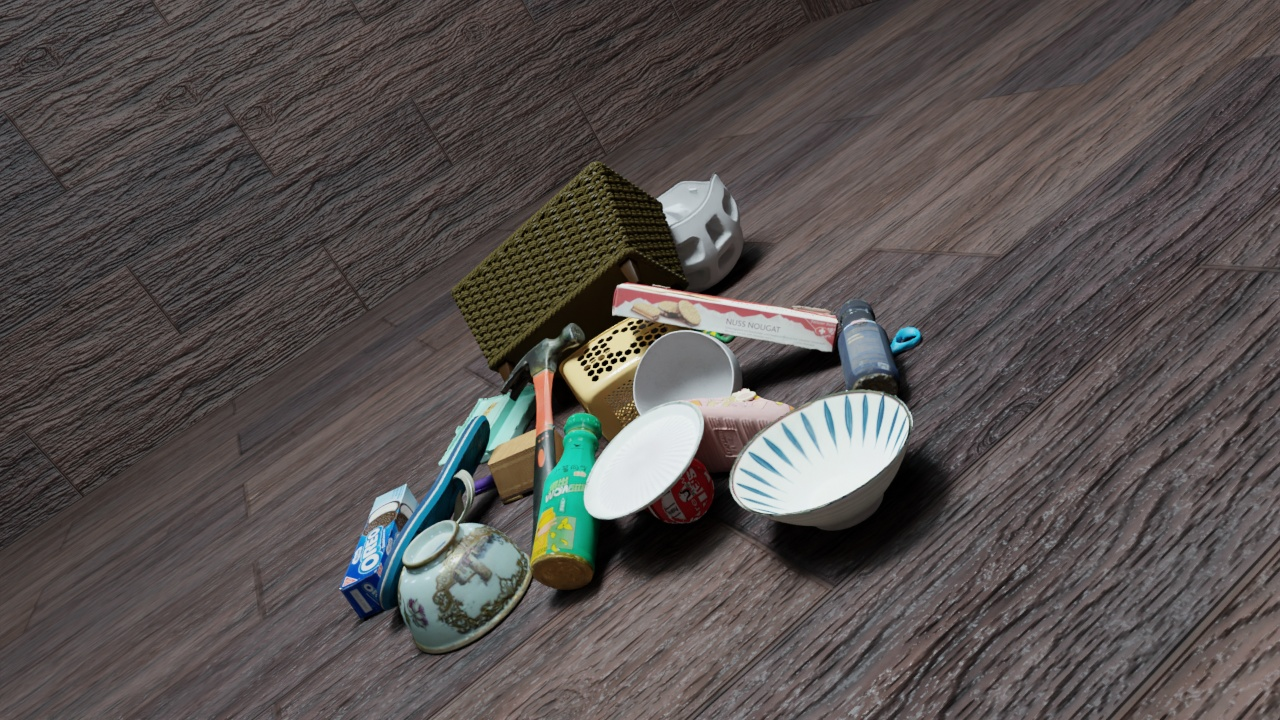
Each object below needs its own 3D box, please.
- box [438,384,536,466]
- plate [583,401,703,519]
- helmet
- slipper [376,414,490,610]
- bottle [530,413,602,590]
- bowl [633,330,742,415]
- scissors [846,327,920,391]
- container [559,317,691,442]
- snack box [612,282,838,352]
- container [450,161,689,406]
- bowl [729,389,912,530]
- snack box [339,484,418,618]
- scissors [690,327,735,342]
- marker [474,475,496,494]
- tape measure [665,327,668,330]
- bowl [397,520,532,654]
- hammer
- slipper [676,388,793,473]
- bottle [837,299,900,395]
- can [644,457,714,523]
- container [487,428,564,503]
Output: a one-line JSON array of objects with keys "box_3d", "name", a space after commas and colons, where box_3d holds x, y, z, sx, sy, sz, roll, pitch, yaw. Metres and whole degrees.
[{"box_3d": [-0.234, 0.102, 1.471, 0.136, 0.033, 0.186, -20, 23, 25], "name": "box"}, {"box_3d": [0.005, 0.105, 0.954, 0.157, 0.014, 0.156, -35, 25, 19], "name": "plate"}, {"box_3d": [0.049, -0.209, 1.577, 0.283, 0.184, 0.223, 11, 50, 46], "name": "helmet"}, {"box_3d": [-0.244, 0.197, 1.177, 0.060, 0.118, 0.294, 20, 51, 5], "name": "slipper"}, {"box_3d": [-0.074, 0.149, 1.021, 0.068, 0.068, 0.209, -21, 39, 24], "name": "bottle"}, {"box_3d": [0.063, 0.033, 1.122, 0.132, 0.131, 0.064, -23, -20, 19], "name": "bowl"}, {"box_3d": [0.261, 0.004, 1.061, 0.133, 0.015, 0.104, -45, 29, -24], "name": "scissors"}, {"box_3d": [-0.007, 0.007, 1.249, 0.183, 0.129, 0.167, -31, 30, -1], "name": "container"}, {"box_3d": [0.106, -0.058, 1.139, 0.273, 0.044, 0.076, 10, 10, 8], "name": "snack box"}, {"box_3d": [-0.096, -0.097, 1.381, 0.322, 0.176, 0.204, -38, 57, 22], "name": "container"}, {"box_3d": [0.177, 0.107, 0.849, 0.177, 0.071, 0.177, -26, 22, 11], "name": "bowl"}, {"box_3d": [-0.345, 0.252, 1.241, 0.059, 0.059, 0.226, -24, 21, 6], "name": "snack box"}, {"box_3d": [0.093, -0.034, 1.373, 0.070, 0.014, 0.130, -36, 22, -14], "name": "scissors"}, {"box_3d": [-0.184, 0.160, 1.295, 0.134, 0.015, 0.018, -24, 50, 17], "name": "marker"}, {"box_3d": [0.051, -0.049, 1.393, 0.020, 0.060, 0.062, -31, 24, -1], "name": "tape measure"}, {"box_3d": [-0.213, 0.239, 1.039, 0.160, 0.094, 0.159, -26, 22, 11], "name": "bowl"}, {"box_3d": [-0.119, 0.106, 1.133, 0.133, 0.033, 0.332, -32, 42, 25], "name": "hammer"}, {"box_3d": [0.109, 0.067, 1.006, 0.198, 0.093, 0.081, -6, 30, 44], "name": "slipper"}, {"box_3d": [0.249, -0.012, 1.020, 0.056, 0.056, 0.160, -23, 30, 18], "name": "bottle"}, {"box_3d": [0.018, 0.128, 1.008, 0.074, 0.074, 0.143, -37, 21, -16], "name": "can"}, {"box_3d": [-0.148, 0.136, 1.233, 0.114, 0.061, 0.063, -23, 22, 18], "name": "container"}]
